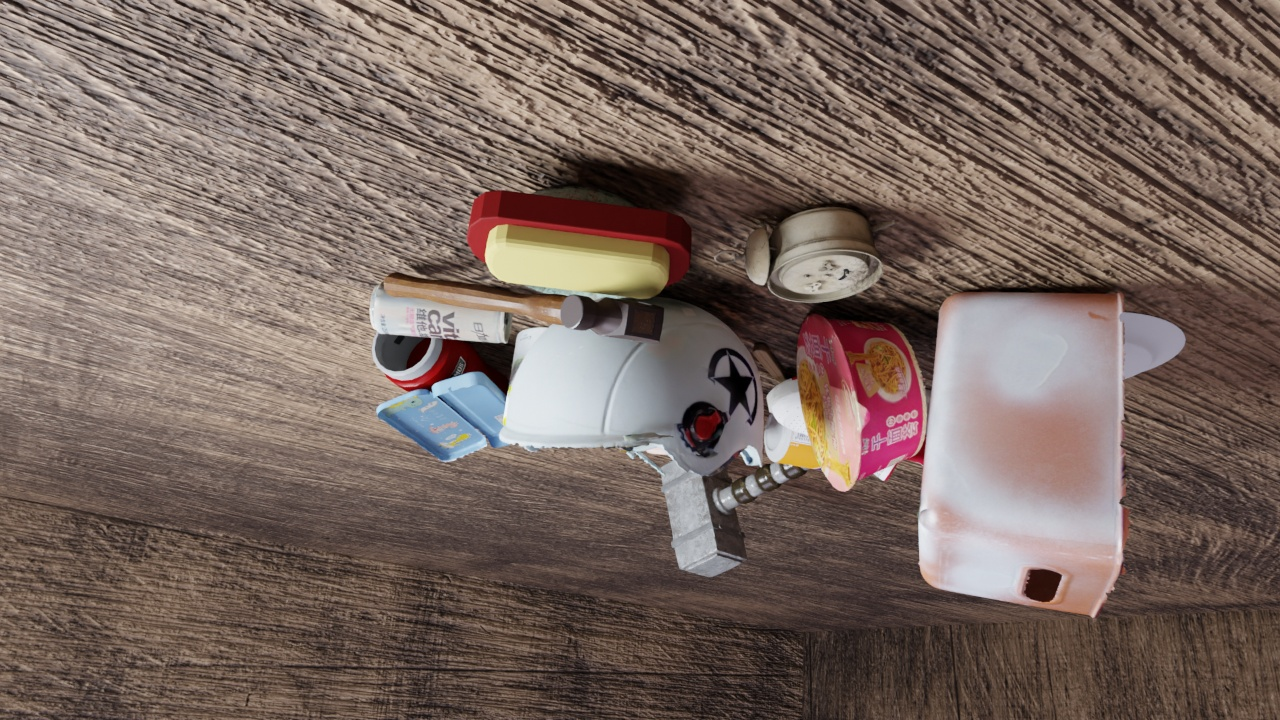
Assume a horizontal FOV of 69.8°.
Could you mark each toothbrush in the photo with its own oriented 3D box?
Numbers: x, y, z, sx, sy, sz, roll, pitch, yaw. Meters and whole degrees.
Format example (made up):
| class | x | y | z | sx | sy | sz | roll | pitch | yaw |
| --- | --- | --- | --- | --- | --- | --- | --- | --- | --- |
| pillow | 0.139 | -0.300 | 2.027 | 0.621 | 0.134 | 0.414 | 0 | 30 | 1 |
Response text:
| class | x | y | z | sx | sy | sz | roll | pitch | yaw |
| --- | --- | --- | --- | --- | --- | --- | --- | --- | --- |
| toothbrush | 0.161 | 0.018 | 1.066 | 0.016 | 0.016 | 0.167 | -6 | 155 | 23 |

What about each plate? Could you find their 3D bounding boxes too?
| class | x | y | z | sx | sy | sz | roll | pitch | yaw |
| --- | --- | --- | --- | --- | --- | --- | --- | --- | --- |
| plate | 0.453 | -0.002 | 0.945 | 0.188 | 0.016 | 0.189 | 5 | 158 | 2 |

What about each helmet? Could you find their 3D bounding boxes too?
| class | x | y | z | sx | sy | sz | roll | pitch | yaw |
| --- | --- | --- | --- | --- | --- | --- | --- | --- | --- |
| helmet | -0.005 | 0.018 | 0.880 | 0.263 | 0.163 | 0.237 | 4 | 177 | -42 |

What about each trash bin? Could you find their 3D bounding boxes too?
| class | x | y | z | sx | sy | sz | roll | pitch | yaw |
| --- | --- | --- | --- | --- | --- | --- | --- | --- | --- |
| trash bin | 0.339 | 0.079 | 0.827 | 0.157 | 0.259 | 0.182 | 4 | 151 | 19 |

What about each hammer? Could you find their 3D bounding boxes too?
| class | x | y | z | sx | sy | sz | roll | pitch | yaw |
| --- | --- | --- | --- | --- | --- | --- | --- | --- | --- |
| hammer | -0.116 | -0.051 | 0.794 | 0.324 | 0.033 | 0.115 | 11 | -177 | 40 |
| hammer | 0.176 | 0.171 | 1.315 | 0.327 | 0.176 | 0.079 | -33 | 140 | 30 |

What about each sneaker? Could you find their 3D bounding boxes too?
| class | x | y | z | sx | sy | sz | roll | pitch | yaw |
| --- | --- | --- | --- | --- | --- | --- | --- | --- | --- |
| sneaker | 0.265 | 0.086 | 1.073 | 0.236 | 0.104 | 0.091 | 11 | 147 | -15 |

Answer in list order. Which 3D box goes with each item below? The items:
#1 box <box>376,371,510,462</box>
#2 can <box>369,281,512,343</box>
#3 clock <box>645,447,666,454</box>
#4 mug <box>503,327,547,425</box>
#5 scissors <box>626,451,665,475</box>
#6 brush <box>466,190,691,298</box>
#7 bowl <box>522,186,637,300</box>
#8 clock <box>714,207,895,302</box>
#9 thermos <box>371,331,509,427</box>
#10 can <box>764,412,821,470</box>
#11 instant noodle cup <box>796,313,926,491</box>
| class | x | y | z | sx | sy | sz | roll | pitch | yaw |
| --- | --- | --- | --- | --- | --- | --- | --- | --- | --- |
| box | -0.207 | 0.068 | 1.054 | 0.125 | 0.021 | 0.209 | -16 | 157 | 5 |
| can | -0.200 | -0.049 | 0.929 | 0.135 | 0.054 | 0.054 | 5 | 158 | 1 |
| clock | 0.068 | 0.073 | 1.142 | 0.131 | 0.086 | 0.160 | -5 | 174 | 23 |
| mug | -0.106 | 0.027 | 1.025 | 0.082 | 0.106 | 0.083 | 5 | 159 | 2 |
| scissors | -0.043 | 0.083 | 1.136 | 0.173 | 0.014 | 0.170 | 36 | -176 | -19 |
| brush | -0.047 | -0.085 | 0.711 | 0.173 | 0.041 | 0.082 | 7 | 158 | -4 |
| bowl | -0.051 | -0.102 | 0.781 | 0.157 | 0.038 | 0.158 | 5 | 158 | 2 |
| clock | 0.130 | -0.089 | 0.754 | 0.141 | 0.054 | 0.093 | -1 | 158 | -4 |
| thermos | -0.230 | 0.009 | 1.057 | 0.108 | 0.084 | 0.198 | 32 | 172 | 26 |
| can | 0.234 | 0.100 | 1.167 | 0.142 | 0.079 | 0.079 | 11 | 158 | -14 |
| instant noodle cup | 0.220 | 0.035 | 0.912 | 0.077 | 0.178 | 0.179 | -10 | 159 | -6 |
